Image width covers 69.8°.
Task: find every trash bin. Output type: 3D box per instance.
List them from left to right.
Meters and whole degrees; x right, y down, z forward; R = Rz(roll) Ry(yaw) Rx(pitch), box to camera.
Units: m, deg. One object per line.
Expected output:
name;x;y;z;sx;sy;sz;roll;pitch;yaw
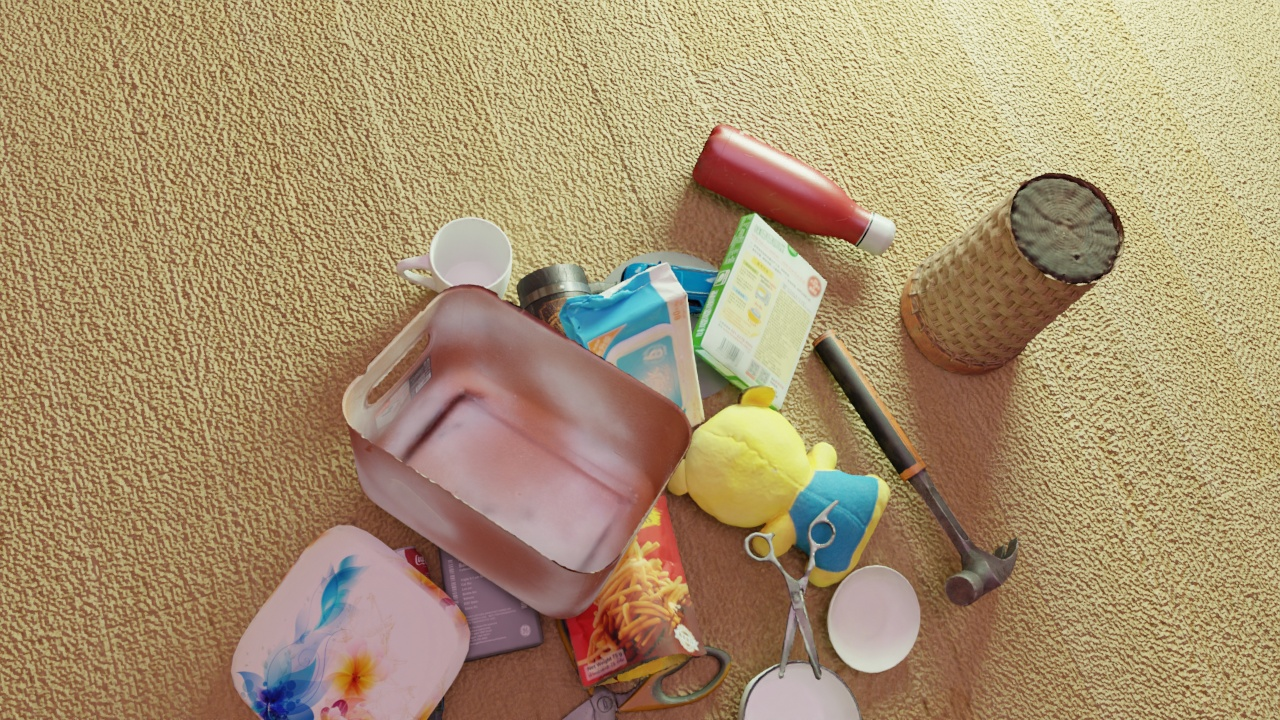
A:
trash bin;-0.109;0.087;0.811;0.260;0.158;0.181;30;56;8
trash bin;0.389;-0.086;0.970;0.151;0.210;0.151;3;71;-8

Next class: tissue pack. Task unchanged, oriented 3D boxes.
tissue pack;-0.005;0.005;0.887;0.117;0.210;0.066;-26;42;-16

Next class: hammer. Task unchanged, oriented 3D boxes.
hammer;0.284;0.098;0.969;0.137;0.035;0.314;-7;59;-46

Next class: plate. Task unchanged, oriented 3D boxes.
plate;-0.261;0.258;0.809;0.187;0.016;0.187;34;85;15
plate;0.035;-0.040;1.002;0.178;0.012;0.178;3;71;-8
plate;0.228;0.256;0.916;0.104;0.026;0.104;1;87;-17

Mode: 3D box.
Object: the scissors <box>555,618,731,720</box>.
scissors;-0.017;0.307;0.871;0.229;0.016;0.225;-3;71;-10

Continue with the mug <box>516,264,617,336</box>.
mug;-0.064;-0.036;0.955;0.115;0.080;0.107;-6;70;-30

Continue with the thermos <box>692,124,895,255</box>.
thermos;0.178;-0.187;1.044;0.240;0.073;0.073;26;69;0

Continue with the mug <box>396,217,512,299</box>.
mug;-0.190;-0.090;0.941;0.114;0.088;0.081;-4;72;-11

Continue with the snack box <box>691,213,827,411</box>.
snack box;0.128;-0.050;0.980;0.132;0.027;0.167;37;66;-30

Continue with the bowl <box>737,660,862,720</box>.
bowl;0.142;0.341;0.859;0.116;0.066;0.116;3;70;-9

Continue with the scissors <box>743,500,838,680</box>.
scissors;0.158;0.212;0.857;0.147;0.014;0.141;-34;70;-4

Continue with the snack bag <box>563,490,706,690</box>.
snack bag;-0.024;0.199;0.884;0.138;0.067;0.207;-11;59;-12

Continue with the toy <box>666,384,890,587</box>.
toy;0.145;0.124;0.927;0.214;0.084;0.148;35;68;1

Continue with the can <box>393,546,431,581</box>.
can;-0.215;0.225;0.847;0.054;0.054;0.096;-16;74;-14

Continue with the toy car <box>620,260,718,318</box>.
toy car;0.038;-0.079;0.984;0.120;0.044;0.056;4;71;-7

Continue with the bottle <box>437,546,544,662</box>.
bottle;-0.149;0.191;0.873;0.083;0.046;0.173;-9;73;-12

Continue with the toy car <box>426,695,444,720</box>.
toy car;-0.200;0.334;0.823;0.048;0.032;0.105;-1;77;-10
